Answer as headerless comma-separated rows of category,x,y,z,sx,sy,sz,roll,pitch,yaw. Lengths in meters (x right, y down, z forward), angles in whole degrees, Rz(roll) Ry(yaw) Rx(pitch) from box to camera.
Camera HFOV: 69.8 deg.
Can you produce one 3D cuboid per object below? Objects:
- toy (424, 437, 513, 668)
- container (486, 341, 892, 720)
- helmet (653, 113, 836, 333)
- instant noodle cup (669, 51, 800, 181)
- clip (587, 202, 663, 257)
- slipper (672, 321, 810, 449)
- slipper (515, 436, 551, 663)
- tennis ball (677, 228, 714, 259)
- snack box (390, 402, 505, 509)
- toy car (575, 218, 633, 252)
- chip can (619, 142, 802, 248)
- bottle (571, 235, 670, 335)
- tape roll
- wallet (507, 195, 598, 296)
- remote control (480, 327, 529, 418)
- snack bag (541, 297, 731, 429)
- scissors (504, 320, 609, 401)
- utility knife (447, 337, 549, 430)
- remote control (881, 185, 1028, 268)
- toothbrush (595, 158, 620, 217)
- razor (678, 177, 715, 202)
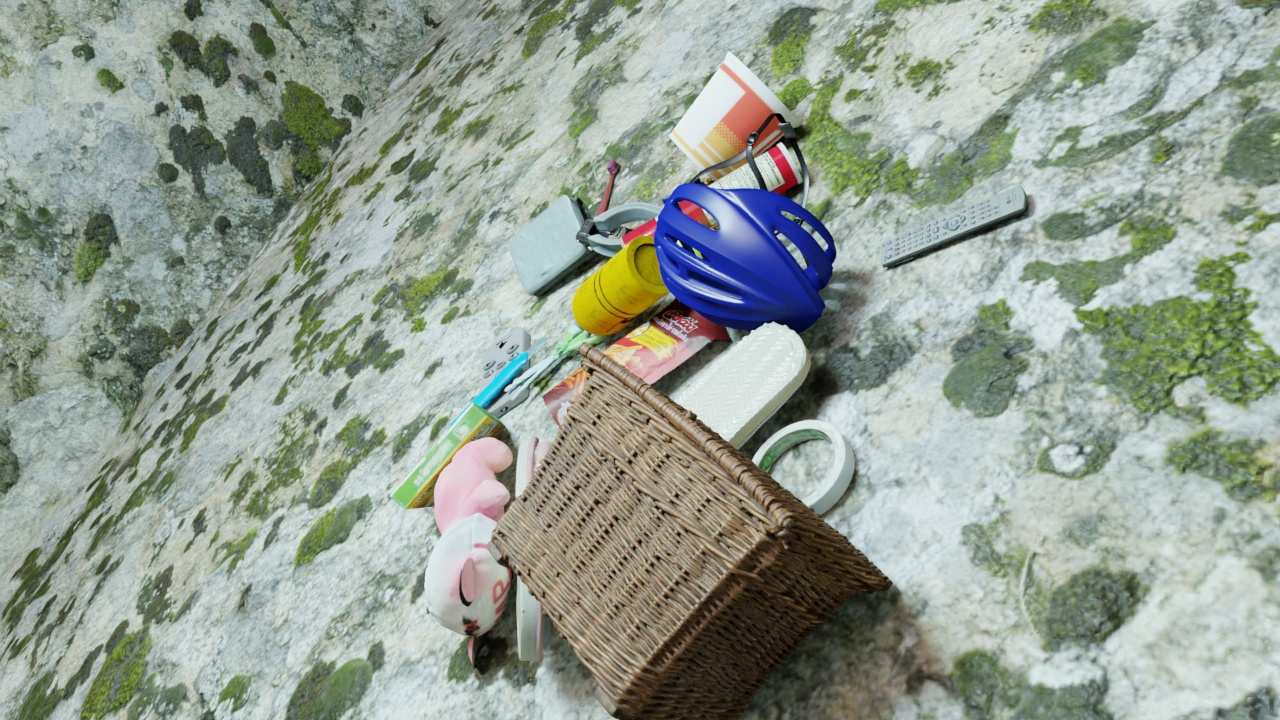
toy,-0.169,0.183,0.914,0.212,0.084,0.142,-100,21,-49
container,0.017,0.139,0.678,0.183,0.162,0.250,-52,44,1
helmet,0.123,-0.138,0.907,0.242,0.148,0.227,29,77,44
instant noodle cup,0.111,-0.292,1.140,0.121,0.123,0.123,-45,31,15
clip,0.017,-0.181,1.156,0.163,0.028,0.114,-2,51,23
slipper,0.050,0.076,0.841,0.273,0.054,0.114,-44,35,11
slipper,-0.090,0.167,0.861,0.054,0.114,0.274,0,30,-7
tennis ball,0.068,-0.117,1.029,0.065,0.065,0.065,-30,35,23
snack box,-0.214,0.112,1.049,0.132,0.027,0.168,-49,-4,-7
toy car,-0.040,-0.162,1.207,0.092,0.037,0.040,19,62,20
chip can,0.080,-0.174,1.063,0.215,0.052,0.051,-29,34,9
bottle,-0.028,-0.075,1.053,0.164,0.071,0.070,-33,29,52
tape roll,0.132,0.092,0.763,0.094,0.018,0.093,-30,35,23
wallet,-0.121,-0.160,1.288,0.132,0.054,0.100,-30,65,24
remote control,-0.180,0.014,1.210,0.074,0.019,0.150,-33,34,19
snack bag,-0.006,0.006,1.007,0.208,0.066,0.139,-34,27,1
scissors,-0.098,-0.007,1.131,0.175,0.032,0.093,-48,36,-8
utility knife,-0.182,0.034,1.158,0.185,0.015,0.031,-45,38,7
remote control,0.283,-0.120,0.834,0.137,0.013,0.033,-21,40,34
toothbrush,-0.056,-0.236,1.356,0.016,0.016,0.189,-21,39,33
razor,0.075,-0.213,1.146,0.043,0.022,0.144,-44,10,-1
